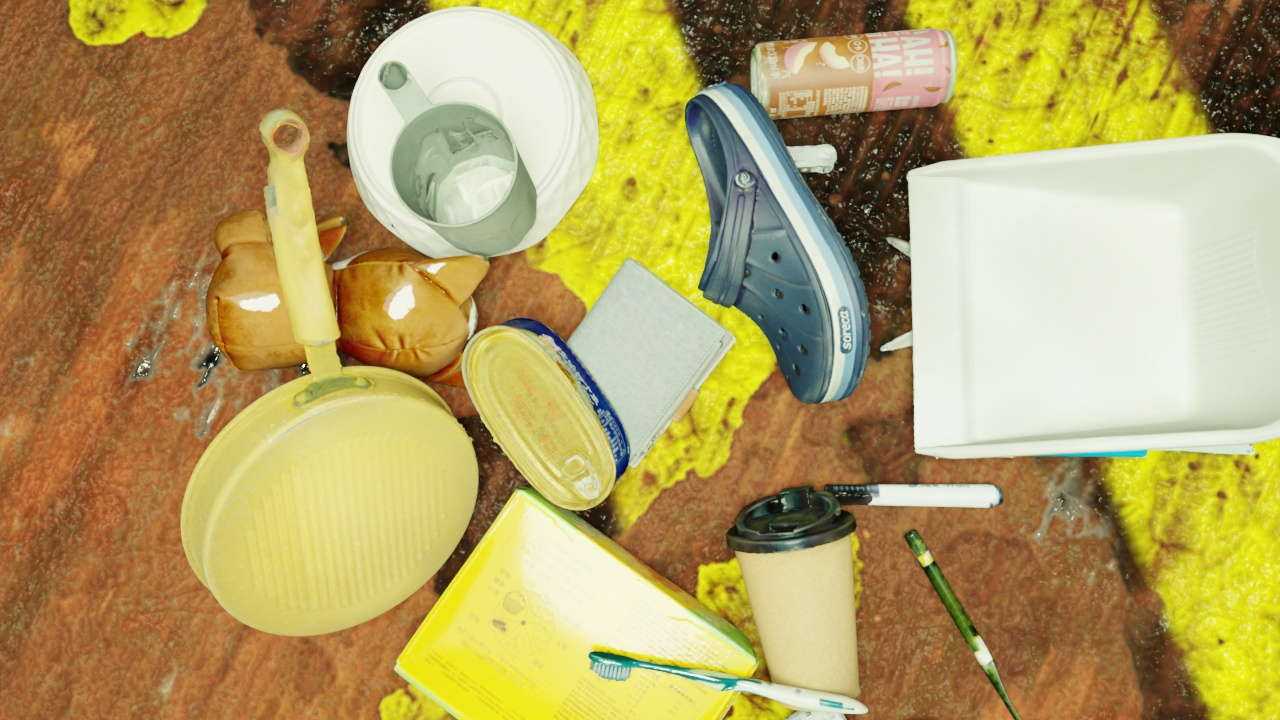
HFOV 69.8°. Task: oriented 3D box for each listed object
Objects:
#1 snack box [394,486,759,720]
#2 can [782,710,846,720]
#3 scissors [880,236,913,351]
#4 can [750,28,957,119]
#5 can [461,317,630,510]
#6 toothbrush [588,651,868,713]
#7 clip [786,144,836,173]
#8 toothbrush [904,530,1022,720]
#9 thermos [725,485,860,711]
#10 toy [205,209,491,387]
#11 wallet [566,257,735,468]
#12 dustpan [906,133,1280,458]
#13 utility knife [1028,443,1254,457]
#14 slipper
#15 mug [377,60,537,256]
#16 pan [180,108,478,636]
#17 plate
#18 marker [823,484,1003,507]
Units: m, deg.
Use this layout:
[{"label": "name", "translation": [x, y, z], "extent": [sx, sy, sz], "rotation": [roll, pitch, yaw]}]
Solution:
[{"label": "snack box", "translation": [-0.044, 0.212, 0.664], "extent": [0.210, 0.070, 0.157], "rotation": [35, 87, 6]}, {"label": "can", "translation": [0.089, 0.301, 0.655], "extent": [0.147, 0.058, 0.058], "rotation": [-31, 84, 0]}, {"label": "scissors", "translation": [0.299, -0.045, 0.697], "extent": [0.232, 0.022, 0.221], "rotation": [-42, 83, -3]}, {"label": "can", "translation": [0.160, -0.218, 0.701], "extent": [0.147, 0.058, 0.058], "rotation": [-4, 84, 2]}, {"label": "can", "translation": [-0.067, 0.037, 0.668], "extent": [0.075, 0.049, 0.148], "rotation": [-35, 91, 19]}, {"label": "toothbrush", "translation": [0.058, 0.220, 0.617], "extent": [0.191, 0.016, 0.018], "rotation": [11, 96, 0]}, {"label": "clip", "translation": [0.124, -0.157, 0.716], "extent": [0.058, 0.036, 0.025], "rotation": [2, 82, 3]}, {"label": "toothbrush", "translation": [0.251, 0.207, 0.680], "extent": [0.017, 0.012, 0.186], "rotation": [-30, 84, -6]}, {"label": "thermos", "translation": [0.116, 0.169, 0.656], "extent": [0.093, 0.093, 0.143], "rotation": [-10, 93, 2]}, {"label": "toy", "translation": [-0.210, -0.041, 0.683], "extent": [0.199, 0.140, 0.130], "rotation": [6, 43, 2]}, {"label": "wallet", "translation": [-0.004, 0.004, 0.696], "extent": [0.106, 0.037, 0.130], "rotation": [37, 101, 2]}, {"label": "dustpan", "translation": [0.330, -0.046, 0.615], "extent": [0.258, 0.143, 0.222], "rotation": [1, 83, 0]}, {"label": "utility knife", "translation": [0.343, 0.058, 0.685], "extent": [0.223, 0.018, 0.034], "rotation": [2, 83, 4]}, {"label": "slipper", "translation": [0.083, -0.083, 0.667], "extent": [0.095, 0.105, 0.252], "rotation": [-21, 82, -7]}, {"label": "mug", "translation": [-0.129, -0.138, 0.639], "extent": [0.083, 0.103, 0.124], "rotation": [-34, 83, -1]}, {"label": "pan", "translation": [-0.207, 0.023, 0.601], "extent": [0.197, 0.078, 0.358], "rotation": [-16, 126, -35]}, {"label": "plate", "translation": [-0.136, -0.183, 0.719], "extent": [0.205, 0.045, 0.204], "rotation": [0, 85, 2]}, {"label": "marker", "translation": [0.204, 0.102, 0.687], "extent": [0.131, 0.022, 0.018], "rotation": [0, 111, 4]}]
